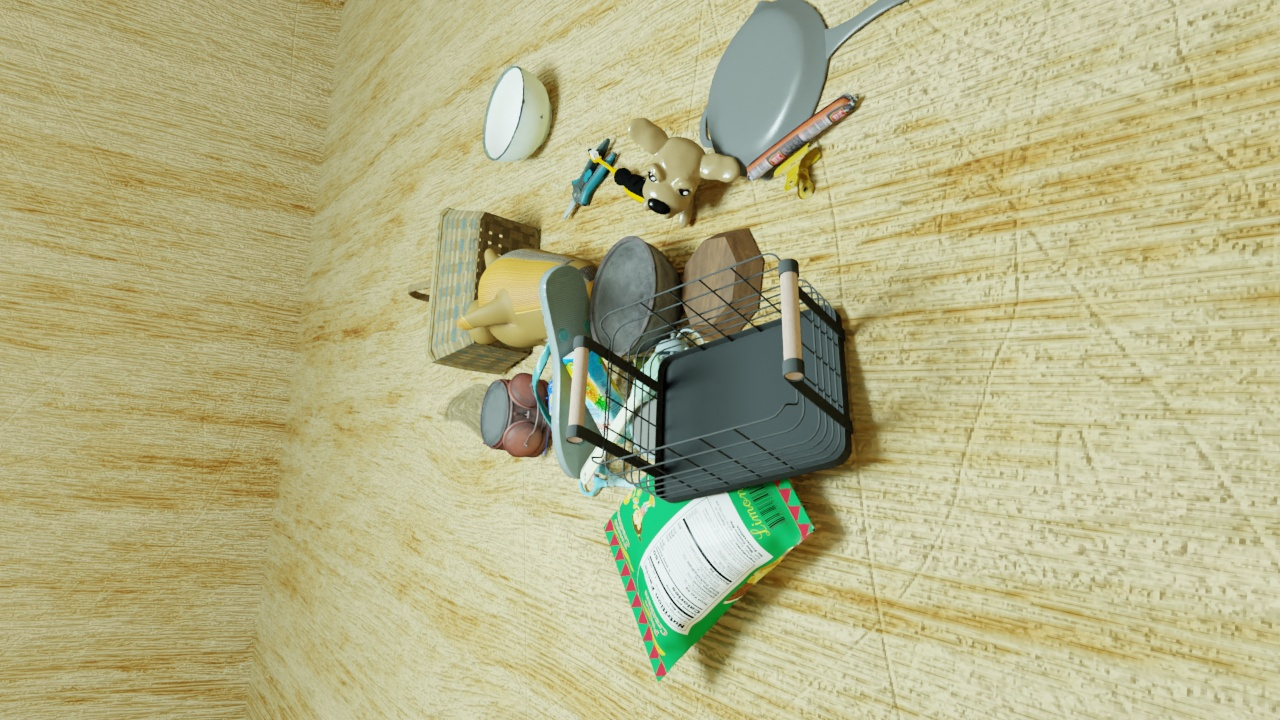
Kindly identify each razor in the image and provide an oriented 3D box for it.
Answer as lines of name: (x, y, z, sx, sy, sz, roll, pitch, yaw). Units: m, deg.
razor: (-0.007, 0.007, 1.131, 0.106, 0.042, 0.026, -174, 85, -68)

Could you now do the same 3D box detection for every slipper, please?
slipper: (-0.090, 0.013, 1.154, 0.055, 0.098, 0.269, 5, 104, 43)

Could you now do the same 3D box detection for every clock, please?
clock: (0.039, 0.042, 1.034, 0.122, 0.045, 0.159, 35, 113, 55)
clock: (-0.177, 0.080, 1.338, 0.158, 0.072, 0.120, -7, 77, 58)

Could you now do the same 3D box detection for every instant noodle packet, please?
instant noodle packet: (0.056, 0.170, 0.930, 0.253, 0.090, 0.195, -53, 41, 28)

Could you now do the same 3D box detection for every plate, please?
plate: (0.084, -0.085, 1.013, 0.132, 0.025, 0.131, -21, 65, 54)

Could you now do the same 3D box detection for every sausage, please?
sausage: (0.159, -0.225, 0.927, 0.156, 0.020, 0.020, -31, 56, 44)

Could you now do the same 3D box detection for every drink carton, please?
drink carton: (-0.047, 0.044, 1.117, 0.044, 0.038, 0.129, -2, 119, 57)

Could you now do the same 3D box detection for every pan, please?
pan: (0.162, -0.313, 0.951, 0.356, 0.024, 0.216, -21, 65, 54)

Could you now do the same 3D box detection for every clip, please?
clip: (0.153, -0.188, 0.922, 0.053, 0.039, 0.047, -32, 48, 49)

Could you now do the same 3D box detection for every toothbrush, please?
toothbrush: (-0.023, -0.242, 1.210, 0.196, 0.031, 0.031, 45, 162, 48)

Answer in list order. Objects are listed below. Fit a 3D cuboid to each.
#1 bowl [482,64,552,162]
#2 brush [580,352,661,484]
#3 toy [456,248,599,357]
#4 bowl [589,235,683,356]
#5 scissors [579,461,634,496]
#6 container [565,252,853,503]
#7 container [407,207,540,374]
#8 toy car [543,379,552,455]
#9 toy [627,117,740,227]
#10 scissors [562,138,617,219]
bowl: (-0.193, -0.391, 1.485, 0.154, 0.072, 0.153, -19, 66, 54)
brush: (-0.025, 0.075, 1.075, 0.218, 0.012, 0.033, -57, 39, 36)
toy: (-0.124, -0.077, 1.245, 0.204, 0.198, 0.162, 1, 112, 39)
bowl: (0.003, -0.071, 1.097, 0.145, 0.067, 0.144, -21, 65, 54)
scissors: (-0.038, 0.148, 1.165, 0.139, 0.015, 0.063, 3, 81, 52)
container: (0.066, 0.019, 0.839, 0.242, 0.130, 0.162, -19, 55, 33)
container: (-0.267, -0.108, 1.458, 0.187, 0.157, 0.249, -8, 75, 46)
toy car: (-0.124, 0.079, 1.288, 0.062, 0.033, 0.092, -35, 54, 41)
toy: (0.041, -0.207, 1.051, 0.105, 0.134, 0.108, -63, -5, -10)
scissors: (-0.076, -0.260, 1.315, 0.129, 0.019, 0.137, 16, 101, 52)
